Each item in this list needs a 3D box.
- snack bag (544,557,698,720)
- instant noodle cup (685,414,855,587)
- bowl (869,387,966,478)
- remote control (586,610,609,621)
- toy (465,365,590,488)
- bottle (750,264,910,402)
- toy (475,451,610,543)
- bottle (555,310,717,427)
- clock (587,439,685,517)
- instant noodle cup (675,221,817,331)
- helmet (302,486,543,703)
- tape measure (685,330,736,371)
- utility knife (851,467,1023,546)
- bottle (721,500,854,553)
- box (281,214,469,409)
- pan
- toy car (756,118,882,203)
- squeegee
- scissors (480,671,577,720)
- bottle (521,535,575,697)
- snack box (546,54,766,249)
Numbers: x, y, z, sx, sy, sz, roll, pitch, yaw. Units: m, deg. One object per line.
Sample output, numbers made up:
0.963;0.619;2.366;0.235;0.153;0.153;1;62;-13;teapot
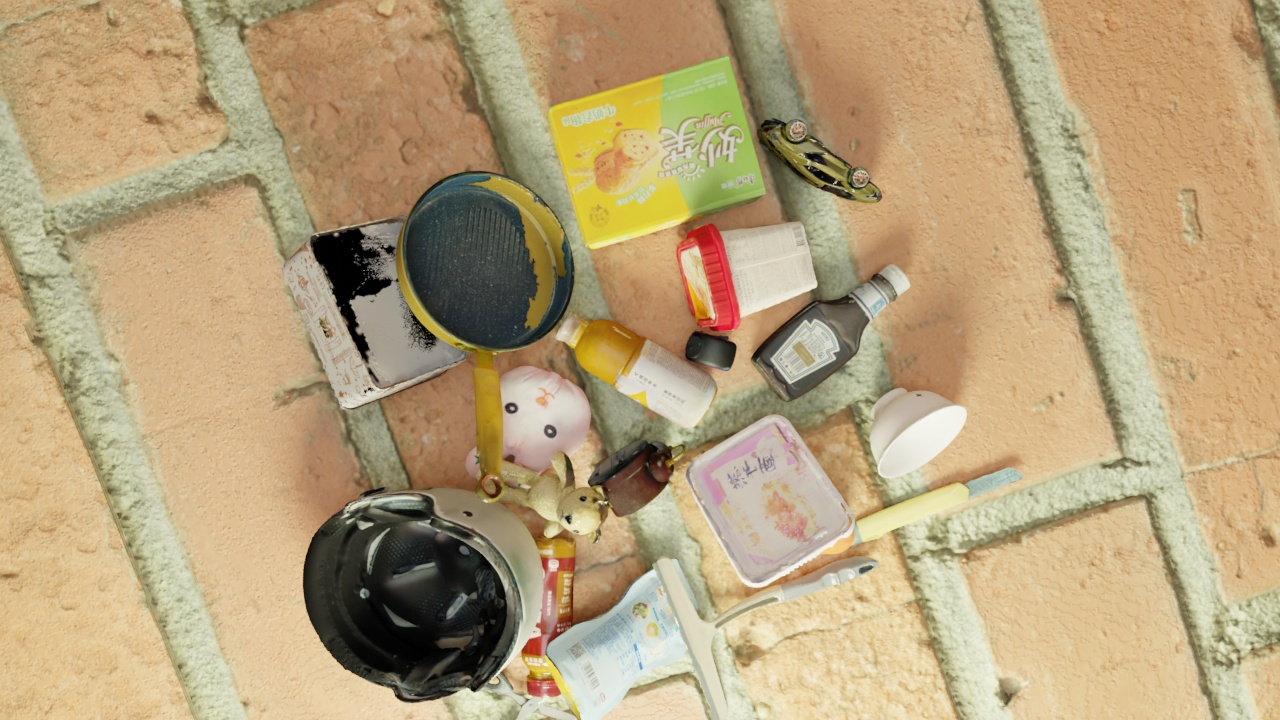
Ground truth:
-0.011;0.317;1.040;0.190;0.039;0.110;-30;93;-27;snack bag
0.144;0.161;1.017;0.138;0.060;0.173;-31;50;1;instant noodle cup
0.301;0.070;1.040;0.118;0.118;0.064;-34;55;1;bowl
-0.049;0.328;1.079;0.125;0.024;0.049;-25;94;0;remote control
-0.130;0.085;1.049;0.121;0.054;0.159;29;101;-2;toy
0.221;-0.037;1.049;0.195;0.044;0.080;-39;94;1;bottle
-0.109;0.149;1.006;0.157;0.066;0.105;15;104;21;toy
-0.006;0.006;1.035;0.189;0.068;0.068;30;93;-3;bottle
-0.002;0.127;1.036;0.122;0.082;0.055;-34;98;5;clock
0.118;-0.099;1.014;0.124;0.116;0.116;-15;94;-11;instant noodle cup
-0.216;0.235;0.998;0.275;0.156;0.230;-13;93;31;helmet
0.080;-0.013;1.041;0.058;0.057;0.039;18;92;6;tape measure
0.345;0.169;1.077;0.216;0.022;0.031;-21;95;7;utility knife
0.167;0.196;1.058;0.149;0.066;0.067;-10;94;7;bottle
-0.307;-0.046;1.017;0.175;0.151;0.182;-22;91;43;box
-0.159;-0.030;0.957;0.197;0.078;0.357;10;75;-31;pan
0.199;-0.218;1.022;0.158;0.070;0.042;33;93;-3;toy car
0.160;0.277;1.072;0.246;0.039;0.246;-22;112;-5;squeegee
-0.132;0.401;1.076;0.179;0.014;0.159;-44;88;10;scissors
-0.105;0.289;1.043;0.057;0.057;0.175;2;83;-1;bottle
0.018;-0.228;1.018;0.210;0.070;0.157;-16;94;0;snack box
